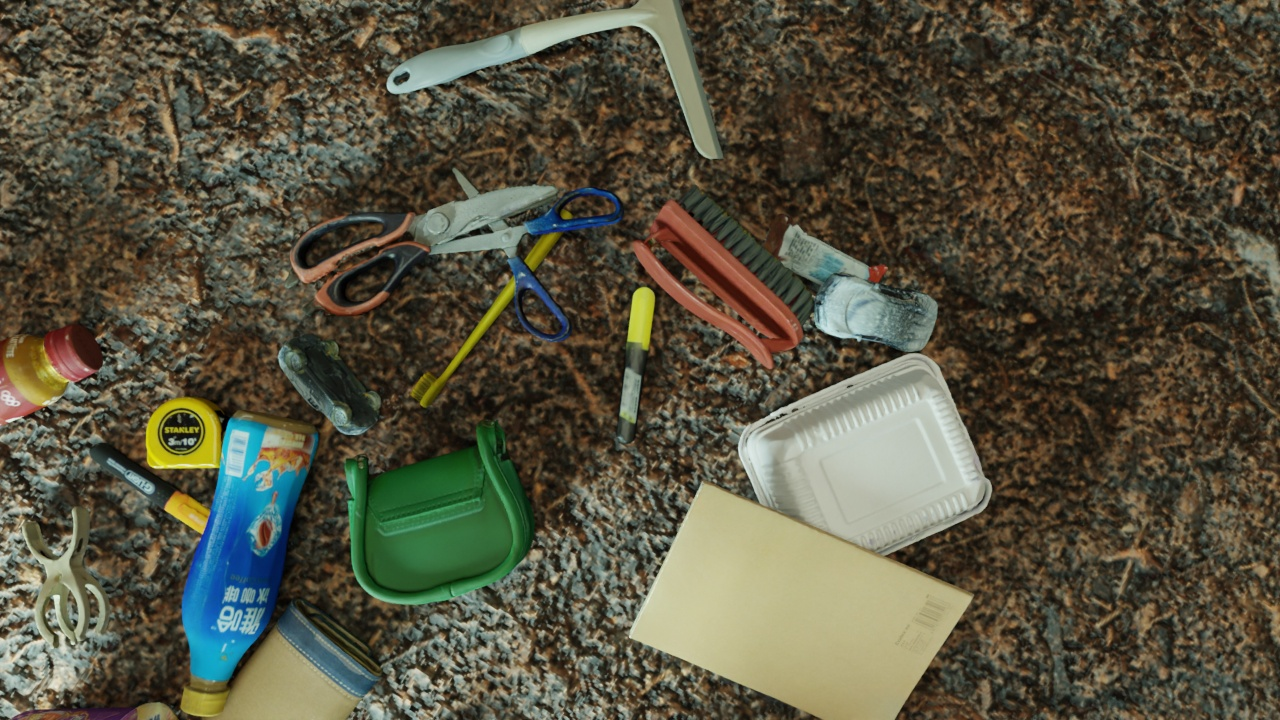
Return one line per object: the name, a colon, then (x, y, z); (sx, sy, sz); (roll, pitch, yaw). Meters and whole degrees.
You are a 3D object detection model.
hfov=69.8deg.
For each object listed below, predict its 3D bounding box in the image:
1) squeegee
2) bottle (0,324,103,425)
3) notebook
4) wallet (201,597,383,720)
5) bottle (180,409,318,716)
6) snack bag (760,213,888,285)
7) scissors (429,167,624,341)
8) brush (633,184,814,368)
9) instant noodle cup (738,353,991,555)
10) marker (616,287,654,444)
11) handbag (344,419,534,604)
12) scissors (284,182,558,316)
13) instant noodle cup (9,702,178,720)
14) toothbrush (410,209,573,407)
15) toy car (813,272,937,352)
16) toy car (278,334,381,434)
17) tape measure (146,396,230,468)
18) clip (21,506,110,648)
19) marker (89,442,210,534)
squeegee: (-0.083, -0.251, 0.720); (0.246, 0.039, 0.246); (-15, 87, -2)
bottle: (-0.495, 0.025, 0.686); (0.175, 0.057, 0.057); (-24, 88, -3)
notebook: (0.115, 0.190, 0.682); (0.211, 0.012, 0.150); (23, 112, 0)
wallet: (-0.262, 0.251, 0.693); (0.090, 0.033, 0.115); (38, 88, 4)
bottle: (-0.295, 0.148, 0.677); (0.065, 0.065, 0.218); (12, 85, -1)
snack bag: (0.144, -0.075, 0.721); (0.105, 0.026, 0.045); (27, 99, 1)
scissors: (-0.092, -0.089, 0.710); (0.176, 0.012, 0.162); (-17, 78, 6)
brush: (0.065, -0.060, 0.701); (0.146, 0.063, 0.069); (42, 75, -1)
instant noodle cup: (0.176, 0.082, 0.698); (0.173, 0.060, 0.138); (-23, 87, -4)
marker: (-0.004, 0.004, 0.721); (0.018, 0.015, 0.124); (7, 90, 0)
handbag: (-0.150, 0.115, 0.684); (0.131, 0.068, 0.120); (-17, 86, -2)
scissors: (-0.163, -0.085, 0.707); (0.210, 0.015, 0.177); (17, 87, 8)
instant noodle cup: (-0.404, 0.297, 0.653); (0.099, 0.111, 0.111); (4, 87, 5)
toothbrush: (-0.116, -0.043, 0.719); (0.016, 0.016, 0.190); (37, 87, 7)
toy car: (0.182, -0.036, 0.702); (0.105, 0.031, 0.049); (10, 101, -22)
toy car: (-0.238, 0.020, 0.701); (0.090, 0.042, 0.034); (47, 114, 4)
tape measure: (-0.344, 0.056, 0.702); (0.060, 0.029, 0.057); (-1, 88, -1)
clip: (-0.435, 0.164, 0.693); (0.076, 0.035, 0.100); (-15, 83, -1)
marker: (-0.371, 0.101, 0.706); (0.124, 0.015, 0.018); (33, 83, 2)
